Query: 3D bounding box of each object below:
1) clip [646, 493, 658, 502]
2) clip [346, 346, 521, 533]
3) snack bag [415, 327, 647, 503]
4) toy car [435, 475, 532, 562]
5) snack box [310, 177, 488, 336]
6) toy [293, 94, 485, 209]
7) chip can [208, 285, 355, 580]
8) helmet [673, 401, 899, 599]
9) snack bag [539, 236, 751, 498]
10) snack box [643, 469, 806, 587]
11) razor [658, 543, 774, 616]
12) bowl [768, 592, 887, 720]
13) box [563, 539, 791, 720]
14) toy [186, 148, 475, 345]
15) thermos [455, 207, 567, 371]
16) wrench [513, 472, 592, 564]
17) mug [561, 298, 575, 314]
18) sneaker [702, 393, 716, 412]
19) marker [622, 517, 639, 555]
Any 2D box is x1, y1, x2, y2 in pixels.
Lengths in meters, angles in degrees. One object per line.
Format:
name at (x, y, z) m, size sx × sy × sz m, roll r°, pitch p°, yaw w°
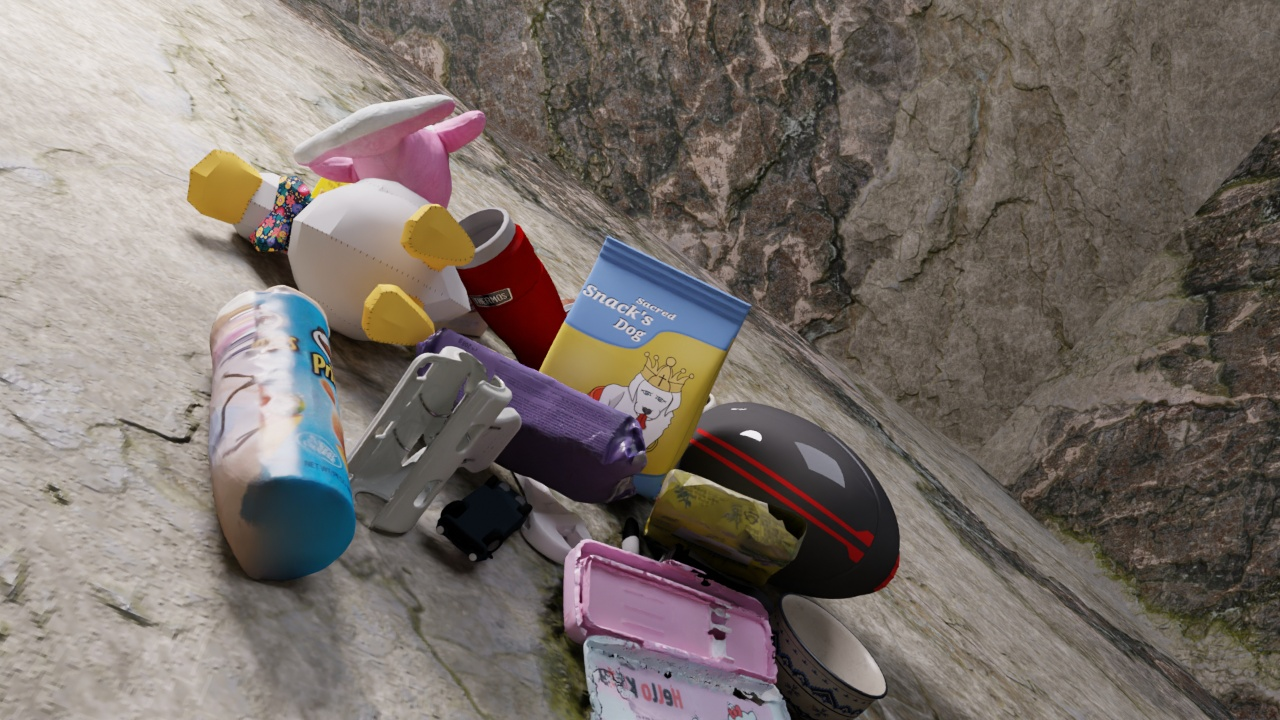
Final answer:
clip at (-0.005, 0.121, 0.951) m, size 0.074 × 0.035 × 0.023 m, roll 26°, pitch 18°, yaw -20°
clip at (-0.131, 0.058, 0.629) m, size 0.091 × 0.126 × 0.151 m, roll 45°, pitch 11°, yaw 21°
snack bag at (-0.093, 0.054, 0.747) m, size 0.205 × 0.097 × 0.058 m, roll 25°, pitch 58°, yaw 4°
toy car at (-0.113, 0.116, 0.668) m, size 0.046 × 0.034 × 0.112 m, roll 39°, pitch 12°, yaw 4°
snack box at (-0.263, -0.124, 1.030) m, size 0.230 × 0.062 × 0.110 m, roll 43°, pitch 15°, yaw 22°
toy at (-0.235, -0.186, 0.929) m, size 0.265 × 0.186 × 0.128 m, roll 176°, pitch -106°, yaw -88°
chip can at (-0.227, 0.033, 0.572) m, size 0.079 × 0.080 × 0.229 m, roll 28°, pitch 16°, yaw -34°
helmet at (0.155, 0.146, 0.936) m, size 0.265 × 0.164 × 0.170 m, roll 34°, pitch -5°, yaw 12°
snack bag at (-0.005, 0.005, 0.888) m, size 0.159 × 0.205 × 0.102 m, roll 27°, pitch 16°, yaw 8°
snack box at (0.066, 0.147, 0.782) m, size 0.121 × 0.045 × 0.181 m, roll 22°, pitch -18°, yaw 5°
razor at (0.067, 0.206, 0.793) m, size 0.156 × 0.057 × 0.060 m, roll 32°, pitch 0°, yaw -28°
bowl at (0.147, 0.263, 0.788) m, size 0.115 × 0.059 × 0.115 m, roll 35°, pitch 14°, yaw -10°
box at (0.031, 0.221, 0.667) m, size 0.201 × 0.045 × 0.154 m, roll 27°, pitch 39°, yaw -32°
toy at (-0.257, -0.098, 0.824) m, size 0.268 × 0.141 × 0.246 m, roll 23°, pitch -5°, yaw 42°
thermos at (-0.124, -0.069, 0.972) m, size 0.107 × 0.084 × 0.199 m, roll -76°, pitch 148°, yaw -41°
wrench at (-0.109, 0.086, 0.821) m, size 0.066 × 0.018 × 0.273 m, roll 26°, pitch 16°, yaw -38°
mug at (-0.063, -0.013, 1.164) m, size 0.111 × 0.081 × 0.117 m, roll 44°, pitch -3°, yaw 41°
sneaker at (0.059, 0.086, 1.038) m, size 0.241 × 0.102 × 0.089 m, roll 38°, pitch 10°, yaw -35°
marker at (-0.006, 0.173, 0.797) m, size 0.022 × 0.016 × 0.138 m, roll 58°, pitch 9°, yaw -17°
